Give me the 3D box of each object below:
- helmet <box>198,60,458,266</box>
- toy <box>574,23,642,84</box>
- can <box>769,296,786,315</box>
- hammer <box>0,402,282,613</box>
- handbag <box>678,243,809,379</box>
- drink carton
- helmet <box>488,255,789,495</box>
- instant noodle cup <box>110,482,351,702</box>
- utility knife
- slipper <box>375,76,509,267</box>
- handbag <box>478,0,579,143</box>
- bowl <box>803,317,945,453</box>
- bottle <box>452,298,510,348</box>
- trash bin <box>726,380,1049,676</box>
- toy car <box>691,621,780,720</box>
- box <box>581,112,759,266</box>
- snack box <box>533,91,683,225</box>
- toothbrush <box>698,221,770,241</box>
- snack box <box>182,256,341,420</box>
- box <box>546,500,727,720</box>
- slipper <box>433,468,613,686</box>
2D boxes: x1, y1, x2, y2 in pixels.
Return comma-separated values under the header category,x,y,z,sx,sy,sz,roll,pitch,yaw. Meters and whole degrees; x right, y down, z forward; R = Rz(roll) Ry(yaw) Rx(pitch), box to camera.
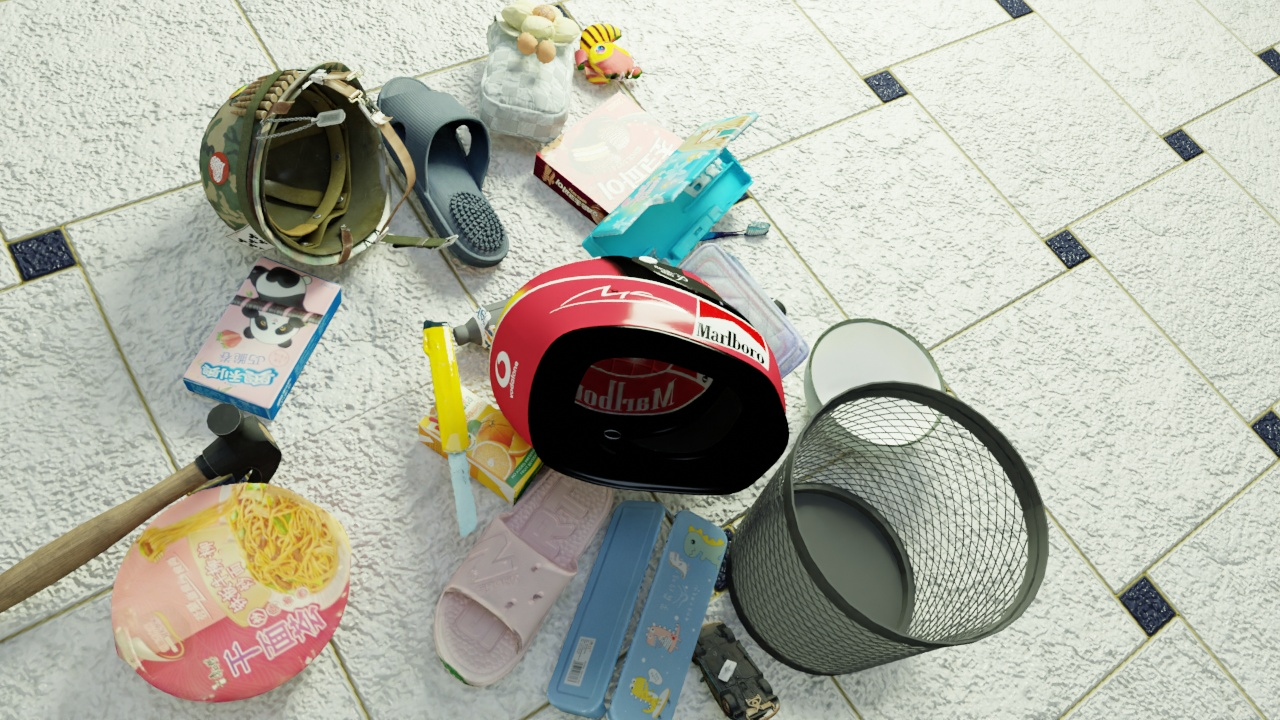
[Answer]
category,x,y,z,sx,sy,sz,roll,pitch,yaw
helmet,-0.318,-0.192,0.914,0.236,0.193,0.223,-6,40,6
toy,-0.043,-0.390,1.176,0.084,0.046,0.103,-13,62,-12
can,0.131,-0.036,1.031,0.031,0.032,0.080,39,61,9
hammer,-0.448,0.146,0.764,0.305,0.132,0.040,-34,74,-14
handbag,0.084,-0.030,0.974,0.127,0.069,0.158,-42,73,13
drink carton,-0.155,0.079,0.897,0.122,0.041,0.058,33,60,7
helmet,-0.005,0.005,0.870,0.271,0.198,0.224,10,22,-4
instant noodle cup,-0.334,0.200,0.769,0.178,0.078,0.178,6,60,-11
utility knife,-0.180,0.058,0.867,0.030,0.019,0.227,-9,60,-11
slipper,-0.210,-0.227,1.011,0.101,0.083,0.263,-10,66,-44
handbag,-0.130,-0.347,1.086,0.112,0.124,0.171,11,54,-14
bowl,0.244,0.036,0.994,0.153,0.073,0.153,5,60,-10
bottle,-0.141,-0.040,0.962,0.112,0.047,0.047,-19,68,-22
trash bin,0.199,0.167,0.823,0.217,0.228,0.217,6,61,-10
toy car,0.082,0.292,0.834,0.047,0.047,0.112,-15,37,-21
box,0.053,-0.182,1.011,0.097,0.117,0.226,46,61,-8
snack box,-0.027,-0.235,1.100,0.132,0.036,0.151,40,61,10
toothbrush,0.068,-0.150,1.086,0.188,0.017,0.016,-8,64,-17
snack box,-0.369,-0.024,0.907,0.088,0.033,0.153,21,59,-2
box,0.001,0.227,0.836,0.122,0.047,0.209,15,60,13
slipper,-0.104,0.179,0.841,0.094,0.065,0.238,33,58,6
